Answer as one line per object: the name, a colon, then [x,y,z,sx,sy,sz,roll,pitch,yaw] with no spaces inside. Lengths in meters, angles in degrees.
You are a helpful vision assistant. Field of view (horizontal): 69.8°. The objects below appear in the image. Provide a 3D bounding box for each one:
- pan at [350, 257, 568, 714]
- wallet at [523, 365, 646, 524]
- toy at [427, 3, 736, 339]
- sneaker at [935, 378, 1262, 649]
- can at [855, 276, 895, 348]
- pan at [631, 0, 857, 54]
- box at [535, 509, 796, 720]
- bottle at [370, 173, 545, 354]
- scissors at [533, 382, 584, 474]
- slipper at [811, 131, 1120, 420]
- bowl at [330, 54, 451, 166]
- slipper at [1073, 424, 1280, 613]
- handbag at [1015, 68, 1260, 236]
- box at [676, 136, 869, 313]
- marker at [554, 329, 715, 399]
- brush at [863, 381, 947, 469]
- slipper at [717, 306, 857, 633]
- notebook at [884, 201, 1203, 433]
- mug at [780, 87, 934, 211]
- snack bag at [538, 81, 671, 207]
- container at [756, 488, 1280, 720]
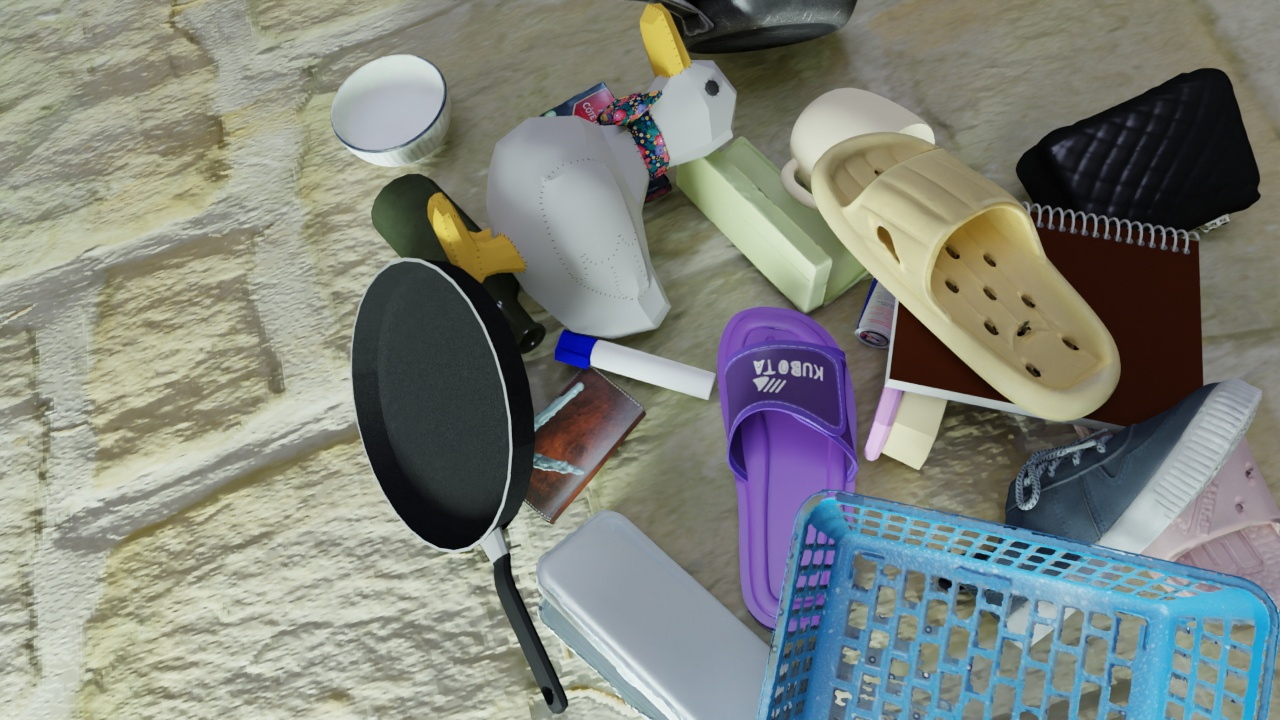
pan: [-0.127,0.089,0.685,0.034,0.226,0.356,-12,66,-43]
wallet: [-0.059,0.068,0.762,0.072,0.019,0.123,37,77,23]
toy: [-0.033,-0.135,0.740,0.267,0.247,0.141,-22,19,-9]
sneaker: [0.295,0.091,0.607,0.087,0.089,0.236,46,116,25]
can: [0.207,-0.058,0.760,0.032,0.032,0.095,17,70,17]
pan: [0.043,-0.302,0.778,0.188,0.355,0.055,6,106,50]
box: [0.020,0.195,0.658,0.215,0.083,0.122,33,79,22]
bottle: [-0.159,-0.083,0.822,0.071,0.071,0.207,-41,65,-9]
scissors: [-0.110,0.080,0.745,0.172,0.025,0.159,13,72,41]
slipper: [0.228,-0.077,0.625,0.111,0.079,0.261,-31,70,-16]
bowl: [-0.239,-0.237,0.912,0.118,0.062,0.118,-4,66,9]
slipper: [0.377,0.068,0.654,0.094,0.064,0.239,-21,62,1]
handbag: [0.398,-0.144,0.748,0.153,0.115,0.125,-24,87,-4]
box: [0.109,-0.133,0.789,0.091,0.083,0.188,-41,65,-4]
marker: [-0.005,0.004,0.767,0.133,0.023,0.027,16,47,8]
brush: [0.227,-0.026,0.711,0.043,0.089,0.228,18,71,13]
slipper: [0.112,0.066,0.694,0.107,0.084,0.266,-4,65,9]
notebook: [0.291,-0.039,0.660,0.209,0.022,0.171,12,66,6]
mug: [0.172,-0.174,0.783,0.120,0.096,0.100,-35,53,-13]
snack bag: [-0.035,-0.201,0.881,0.074,0.018,0.155,-29,62,-2]
container: [0.189,0.276,0.538,0.257,0.089,0.362,11,85,15]
